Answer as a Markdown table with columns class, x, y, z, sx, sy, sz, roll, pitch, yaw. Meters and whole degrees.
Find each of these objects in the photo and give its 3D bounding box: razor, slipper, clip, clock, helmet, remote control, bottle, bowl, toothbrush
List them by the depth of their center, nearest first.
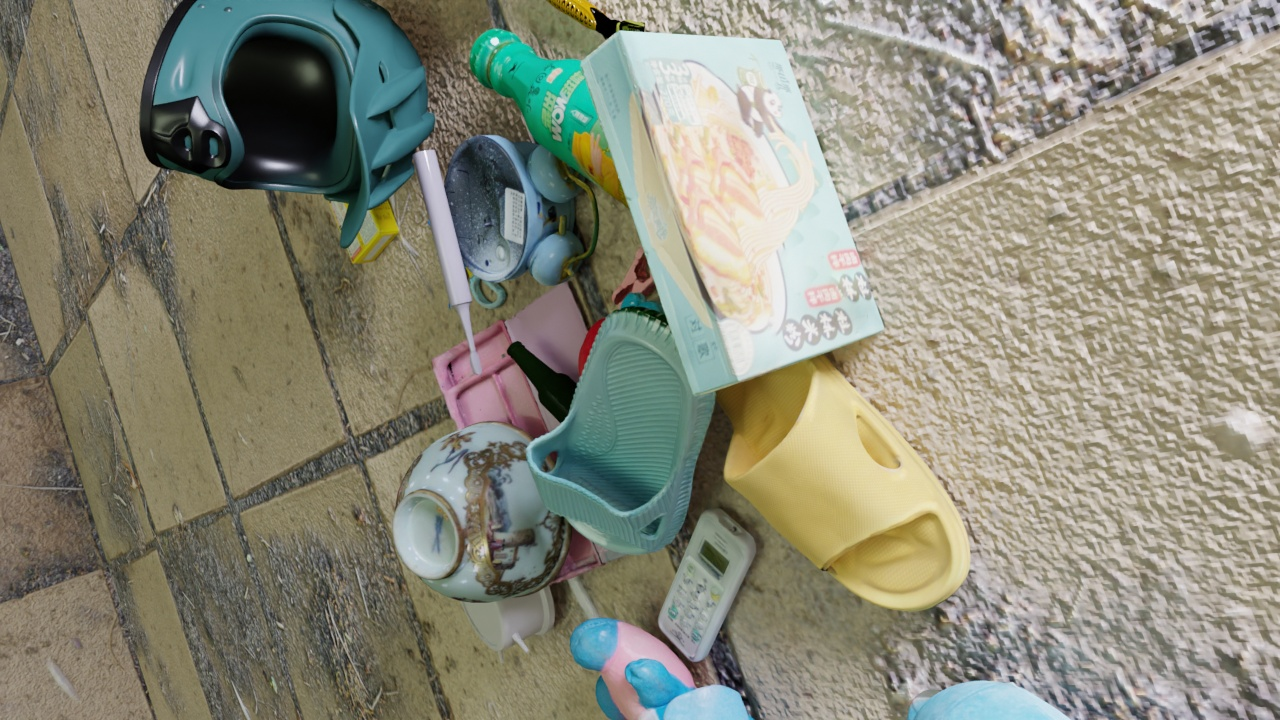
| class | x | y | z | sx | sy | sz | roll | pitch | yaw |
| --- | --- | --- | --- | --- | --- | --- | --- | --- | --- |
| slipper | 0.092 | 0.049 | 0.582 | 0.263 | 0.078 | 0.100 | 57 | 136 | 19 |
| slipper | -0.017 | 0.072 | 0.639 | 0.116 | 0.069 | 0.277 | 31 | 141 | 12 |
| bottle | -0.049 | -0.181 | 0.664 | 0.210 | 0.067 | 0.068 | 41 | 128 | 31 |
| razor | -0.045 | -0.255 | 0.671 | 0.144 | 0.021 | 0.044 | 43 | 147 | 28 |
| clip | 0.004 | -0.057 | 0.685 | 0.045 | 0.023 | 0.060 | 35 | 120 | 36 |
| remote control | 0.051 | 0.172 | 0.703 | 0.050 | 0.022 | 0.134 | 40 | 128 | 31 |
| clock | -0.095 | -0.120 | 0.737 | 0.162 | 0.059 | 0.118 | 23 | 118 | 40 |
| bottle | -0.065 | 0.029 | 0.744 | 0.123 | 0.032 | 0.033 | 44 | 130 | 20 |
| toothbrush | -0.156 | -0.079 | 0.758 | 0.019 | 0.018 | 0.188 | -7 | 98 | 55 |
| bowl | -0.148 | 0.135 | 0.767 | 0.160 | 0.093 | 0.160 | 3 | 97 | 29 |
| helmet | -0.276 | -0.213 | 0.772 | 0.274 | 0.200 | 0.177 | -95 | 18 | -53 |
| clock | -0.139 | 0.203 | 0.879 | 0.159 | 0.061 | 0.120 | 63 | 146 | 10 |

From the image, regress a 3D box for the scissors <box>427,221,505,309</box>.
| class | x | y | z | sx | sy | sz | roll | pitch | yaw |
| --- | --- | --- | --- | --- | --- | --- | --- | --- | --- |
| scissors | -0.161 | -0.098 | 0.849 | 0.126 | 0.013 | 0.126 | 45 | 129 | 30 |

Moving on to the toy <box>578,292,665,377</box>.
| class | x | y | z | sx | sy | sz | roll | pitch | yaw |
| --- | --- | --- | --- | --- | --- | --- | --- | --- | --- |
| toy | -0.004 | 0.004 | 0.673 | 0.092 | 0.062 | 0.133 | 58 | 146 | 13 |

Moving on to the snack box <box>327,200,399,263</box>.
| class | x | y | z | sx | sy | sz | roll | pitch | yaw |
| --- | --- | --- | --- | --- | --- | --- | --- | --- | --- |
| snack box | -0.303 | -0.185 | 0.959 | 0.075 | 0.025 | 0.152 | -30 | 80 | 47 |

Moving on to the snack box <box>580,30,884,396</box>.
| class | x | y | z | sx | sy | sz | roll | pitch | yaw |
| --- | --- | --- | --- | --- | --- | --- | --- | --- | --- |
| snack box | 0.057 | -0.089 | 0.528 | 0.044 | 0.141 | 0.193 | -22 | 86 | 47 |

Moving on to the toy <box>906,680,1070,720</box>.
| class | x | y | z | sx | sy | sz | roll | pitch | yaw |
| --- | --- | --- | --- | --- | --- | --- | --- | --- | --- |
| toy | 0.210 | 0.272 | 0.510 | 0.184 | 0.114 | 0.180 | 162 | 110 | -69 |

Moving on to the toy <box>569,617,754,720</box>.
| class | x | y | z | sx | sy | sz | roll | pitch | yaw |
| --- | --- | --- | --- | --- | --- | --- | --- | --- | --- |
| toy | 0.025 | 0.296 | 0.719 | 0.191 | 0.098 | 0.224 | 36 | 144 | 38 |

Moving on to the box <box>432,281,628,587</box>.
| class | x | y | z | sx | sy | sz | roll | pitch | yaw |
| --- | --- | --- | --- | --- | --- | --- | --- | --- | --- |
| box | -0.075 | 0.070 | 0.795 | 0.180 | 0.040 | 0.232 | -26 | 82 | 31 |
